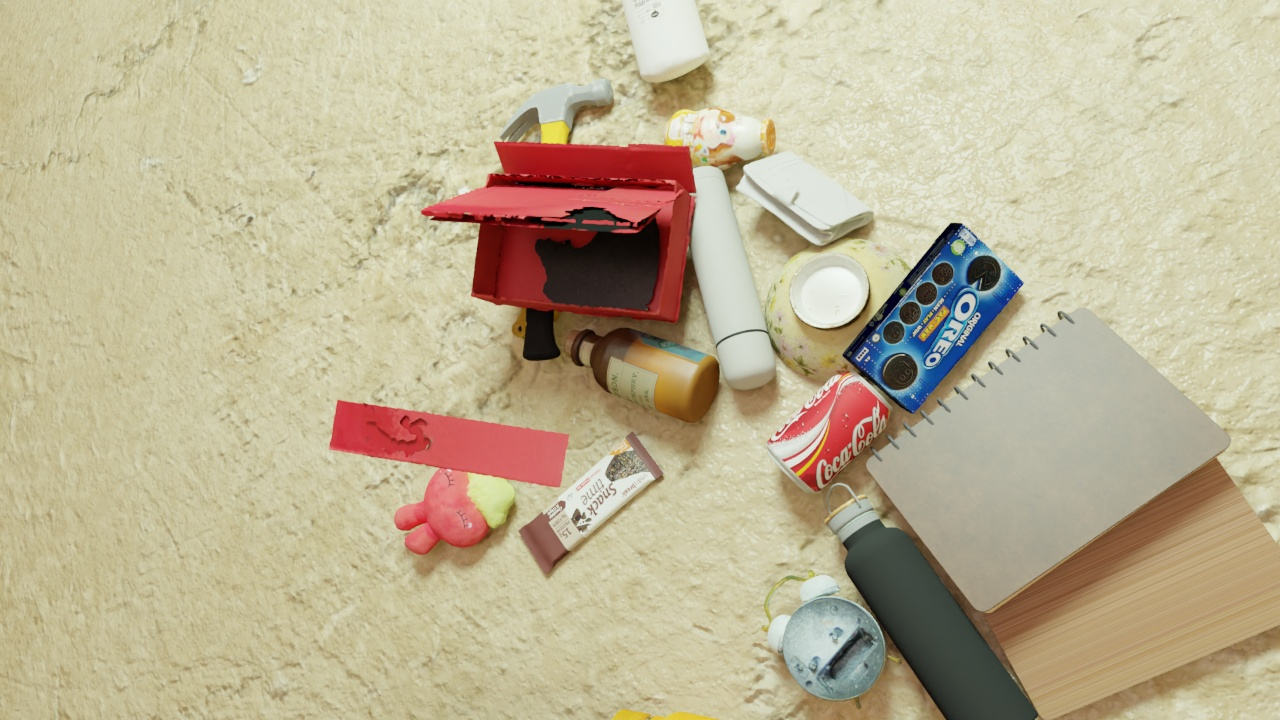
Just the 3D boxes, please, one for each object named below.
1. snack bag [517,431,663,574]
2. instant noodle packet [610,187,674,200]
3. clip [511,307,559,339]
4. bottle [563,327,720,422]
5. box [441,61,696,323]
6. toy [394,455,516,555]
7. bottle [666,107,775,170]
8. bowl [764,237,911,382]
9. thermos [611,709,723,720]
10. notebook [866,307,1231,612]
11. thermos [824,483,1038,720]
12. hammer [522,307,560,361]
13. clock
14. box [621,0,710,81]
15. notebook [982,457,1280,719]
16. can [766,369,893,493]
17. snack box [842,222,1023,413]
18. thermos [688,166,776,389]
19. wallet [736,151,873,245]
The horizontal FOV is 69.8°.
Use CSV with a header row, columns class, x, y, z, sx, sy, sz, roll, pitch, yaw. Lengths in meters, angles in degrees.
class,x,y,z,sx,sy,sz,roll,pitch,yaw
snack bag,-0.051,0.141,0.910,0.158,0.013,0.057,-41,66,8
instant noodle packet,-0.011,-0.124,0.952,0.099,0.039,0.135,-3,75,30
clip,-0.120,-0.047,0.983,0.054,0.044,0.049,30,64,25
bottle,-0.005,0.005,0.897,0.157,0.068,0.067,19,84,26
box,-0.062,-0.286,0.838,0.216,0.140,0.511,8,105,21
toy,-0.192,0.151,0.950,0.135,0.045,0.091,-26,65,9
bottle,0.080,-0.223,0.925,0.109,0.063,0.063,3,77,23
bowl,0.178,-0.056,0.837,0.145,0.063,0.145,-6,73,21
thermos,0.082,0.337,0.757,0.233,0.091,0.076,3,49,24
notebook,0.316,0.074,0.744,0.225,0.024,0.167,-38,54,7
thermos,0.222,0.199,0.750,0.061,0.061,0.231,-37,65,10
hammer,-0.099,-0.154,0.987,0.127,0.029,0.323,-4,71,19
clock,0.155,0.231,0.773,0.117,0.057,0.083,42,95,27
box,0.029,-0.372,0.989,0.083,0.143,0.137,-12,101,23
notebook,0.370,0.158,0.720,0.211,0.022,0.169,-30,67,13
can,0.167,0.062,0.809,0.105,0.064,0.064,-46,64,6
snack box,0.253,-0.035,0.795,0.082,0.027,0.150,37,95,-15
thermos,0.082,-0.080,0.891,0.052,0.052,0.224,-19,69,17
wallet,0.157,-0.160,0.872,0.086,0.032,0.116,-30,57,-35
